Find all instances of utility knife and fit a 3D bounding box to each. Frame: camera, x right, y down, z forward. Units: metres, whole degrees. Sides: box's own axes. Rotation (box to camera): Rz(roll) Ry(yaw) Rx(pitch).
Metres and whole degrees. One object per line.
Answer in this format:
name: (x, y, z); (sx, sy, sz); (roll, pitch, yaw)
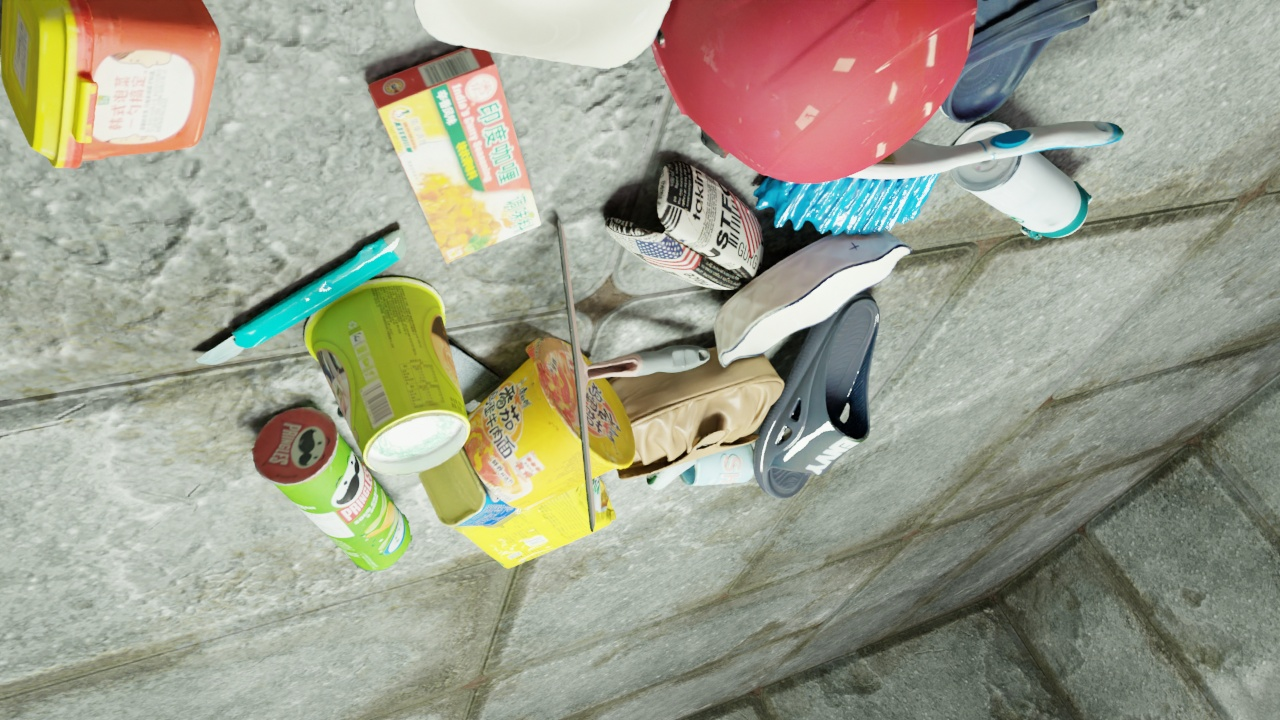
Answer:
utility knife: (-0.246, -0.044, 0.671); (0.183, 0.013, 0.029); (-31, 147, 4)

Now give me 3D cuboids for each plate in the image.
plate: (0.156, -0.065, 0.876); (0.204, 0.045, 0.205); (-29, 170, -6)
plate: (-0.039, -0.244, 0.504); (0.163, 0.034, 0.165); (-3, 143, -35)

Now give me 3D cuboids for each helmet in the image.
helmet: (0.133, -0.198, 0.610); (0.207, 0.144, 0.240); (-36, 150, 10)

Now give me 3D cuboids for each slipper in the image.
slipper: (0.211, 0.052, 1.032); (0.110, 0.083, 0.268); (2, 116, -40)
slipper: (0.276, -0.262, 0.673); (0.105, 0.095, 0.253); (-23, 154, -11)
slipper: (0.119, 0.110, 1.117); (0.245, 0.074, 0.104); (-20, 175, -17)

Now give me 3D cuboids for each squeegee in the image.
squeegee: (-0.005, 0.005, 0.830); (0.040, 0.247, 0.249); (-5, -178, 31)

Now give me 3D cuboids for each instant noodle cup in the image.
instant noodle cup: (-0.187, 0.018, 0.704); (0.111, 0.123, 0.112); (-20, 150, -13)
instant noodle cup: (-0.088, 0.065, 0.848); (0.110, 0.138, 0.138); (-34, 150, 19)

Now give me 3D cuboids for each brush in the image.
brush: (0.259, -0.165, 0.791); (0.314, 0.060, 0.110); (-1, 143, -17)

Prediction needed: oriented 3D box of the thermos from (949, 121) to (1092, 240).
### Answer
thermos: (0.388, -0.172, 0.926); (0.223, 0.073, 0.073); (11, 133, -47)

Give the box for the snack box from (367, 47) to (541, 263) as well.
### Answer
snack box: (-0.120, -0.134, 0.619); (0.077, 0.027, 0.156); (-24, 150, -8)

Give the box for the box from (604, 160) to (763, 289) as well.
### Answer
box: (0.039, -0.106, 0.779); (0.087, 0.075, 0.162); (-7, 165, 32)

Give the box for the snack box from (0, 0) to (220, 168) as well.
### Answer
snack box: (-0.255, -0.145, 0.444); (0.080, 0.082, 0.091); (-12, 149, -43)

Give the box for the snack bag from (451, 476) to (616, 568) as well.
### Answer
snack bag: (-0.120, 0.167, 1.024); (0.158, 0.068, 0.247); (-19, 154, 1)

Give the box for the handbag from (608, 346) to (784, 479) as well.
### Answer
handbag: (0.051, 0.058, 0.980); (0.204, 0.099, 0.148); (-15, 150, -20)

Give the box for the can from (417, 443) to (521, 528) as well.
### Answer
can: (-0.164, 0.108, 0.866); (0.057, 0.102, 0.083); (-33, 163, 10)

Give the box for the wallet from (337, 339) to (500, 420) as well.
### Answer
wallet: (-0.196, 0.031, 0.825); (0.121, 0.019, 0.097); (-32, 152, 6)

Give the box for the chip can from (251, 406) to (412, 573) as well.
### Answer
chip can: (-0.279, 0.128, 0.855); (0.072, 0.072, 0.236); (-22, 150, -9)
